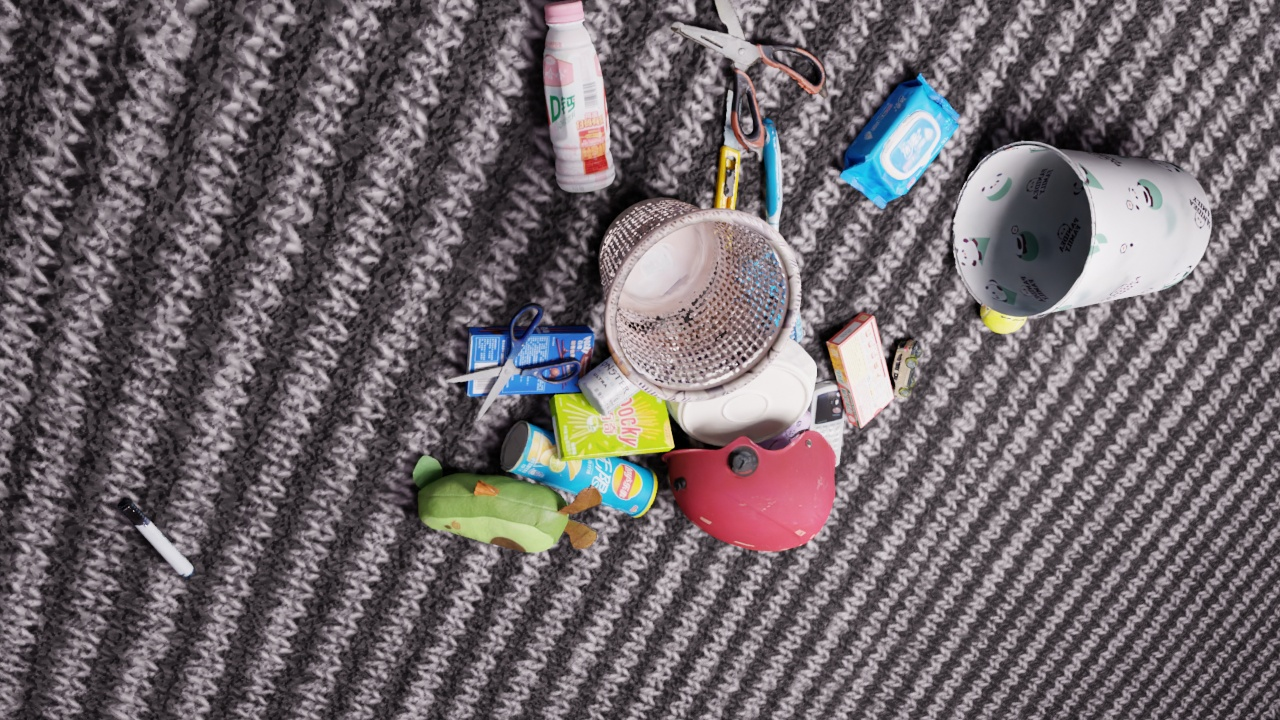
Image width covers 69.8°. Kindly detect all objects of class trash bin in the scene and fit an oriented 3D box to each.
[{"bbox_3d":[0.596,-0.177,1.230,0.251,0.229,0.230,-6,119,-25],"label":"trash bin"},{"bbox_3d":[0.045,-0.093,1.070,0.227,0.192,0.228,-7,118,-15],"label":"trash bin"}]

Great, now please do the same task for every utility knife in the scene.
[{"bbox_3d":[0.106,-0.222,1.132,0.033,0.015,0.220,-7,119,-19],"label":"utility knife"}]

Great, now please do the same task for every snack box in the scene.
[{"bbox_3d":[-0.139,0.000,1.154,0.157,0.026,0.085,-1,118,-20],"label":"snack box"},{"bbox_3d":[0.319,0.015,1.322,0.076,0.027,0.156,-37,125,-21],"label":"snack box"},{"bbox_3d":[-0.037,0.083,1.201,0.156,0.085,0.026,-2,161,-24],"label":"snack box"}]

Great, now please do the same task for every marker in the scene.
[{"bbox_3d":[-0.584,0.217,1.108,0.018,0.022,0.131,-31,122,-11],"label":"marker"}]

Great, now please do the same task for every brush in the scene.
[{"bbox_3d":[0.158,-0.143,1.177,0.109,0.060,0.315,-27,121,-11],"label":"brush"}]

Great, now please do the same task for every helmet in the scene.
[{"bbox_3d":[0.152,0.188,1.249,0.240,0.143,0.207,-3,160,0],"label":"helmet"}]

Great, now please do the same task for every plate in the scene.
[{"bbox_3d":[0.137,0.048,1.229,0.205,0.045,0.205,-6,138,-5],"label":"plate"}]

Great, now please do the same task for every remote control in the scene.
[{"bbox_3d":[0.275,0.099,1.367,0.058,0.021,0.150,-11,120,-16],"label":"remote control"}]

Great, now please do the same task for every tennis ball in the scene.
[{"bbox_3d":[0.533,-0.072,1.345,0.065,0.065,0.065,-9,120,-16],"label":"tennis ball"}]

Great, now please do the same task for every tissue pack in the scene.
[{"bbox_3d":[0.330,-0.274,1.167,0.095,0.052,0.157,31,103,-31],"label":"tissue pack"}]

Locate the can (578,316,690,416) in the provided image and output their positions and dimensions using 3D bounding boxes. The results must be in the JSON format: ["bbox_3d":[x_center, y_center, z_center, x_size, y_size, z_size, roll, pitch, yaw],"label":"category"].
[{"bbox_3d":[-0.007,0.007,1.173,0.146,0.058,0.058,-37,124,-14],"label":"can"}]

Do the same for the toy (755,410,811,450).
[{"bbox_3d":[0.202,0.107,1.328,0.108,0.039,0.084,-38,156,3],"label":"toy"}]

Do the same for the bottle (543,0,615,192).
[{"bbox_3d":[-0.072,-0.287,1.003,0.068,0.068,0.197,-14,117,-13],"label":"bottle"}]

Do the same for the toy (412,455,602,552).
[{"bbox_3d":[-0.173,0.195,1.181,0.247,0.089,0.227,8,150,2],"label":"toy"}]

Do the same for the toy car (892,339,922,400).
[{"bbox_3d":[0.391,0.014,1.353,0.042,0.035,0.090,-41,139,-52],"label":"toy car"}]

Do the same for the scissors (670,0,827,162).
[{"bbox_3d":[0.131,-0.344,1.063,0.188,0.015,0.226,-24,112,-19],"label":"scissors"}]

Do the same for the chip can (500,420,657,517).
[{"bbox_3d":[-0.080,0.146,1.230,0.210,0.071,0.071,25,106,-29],"label":"chip can"}]

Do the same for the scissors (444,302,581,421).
[{"bbox_3d":[-0.151,0.005,1.127,0.162,0.012,0.176,10,113,-25],"label":"scissors"}]
